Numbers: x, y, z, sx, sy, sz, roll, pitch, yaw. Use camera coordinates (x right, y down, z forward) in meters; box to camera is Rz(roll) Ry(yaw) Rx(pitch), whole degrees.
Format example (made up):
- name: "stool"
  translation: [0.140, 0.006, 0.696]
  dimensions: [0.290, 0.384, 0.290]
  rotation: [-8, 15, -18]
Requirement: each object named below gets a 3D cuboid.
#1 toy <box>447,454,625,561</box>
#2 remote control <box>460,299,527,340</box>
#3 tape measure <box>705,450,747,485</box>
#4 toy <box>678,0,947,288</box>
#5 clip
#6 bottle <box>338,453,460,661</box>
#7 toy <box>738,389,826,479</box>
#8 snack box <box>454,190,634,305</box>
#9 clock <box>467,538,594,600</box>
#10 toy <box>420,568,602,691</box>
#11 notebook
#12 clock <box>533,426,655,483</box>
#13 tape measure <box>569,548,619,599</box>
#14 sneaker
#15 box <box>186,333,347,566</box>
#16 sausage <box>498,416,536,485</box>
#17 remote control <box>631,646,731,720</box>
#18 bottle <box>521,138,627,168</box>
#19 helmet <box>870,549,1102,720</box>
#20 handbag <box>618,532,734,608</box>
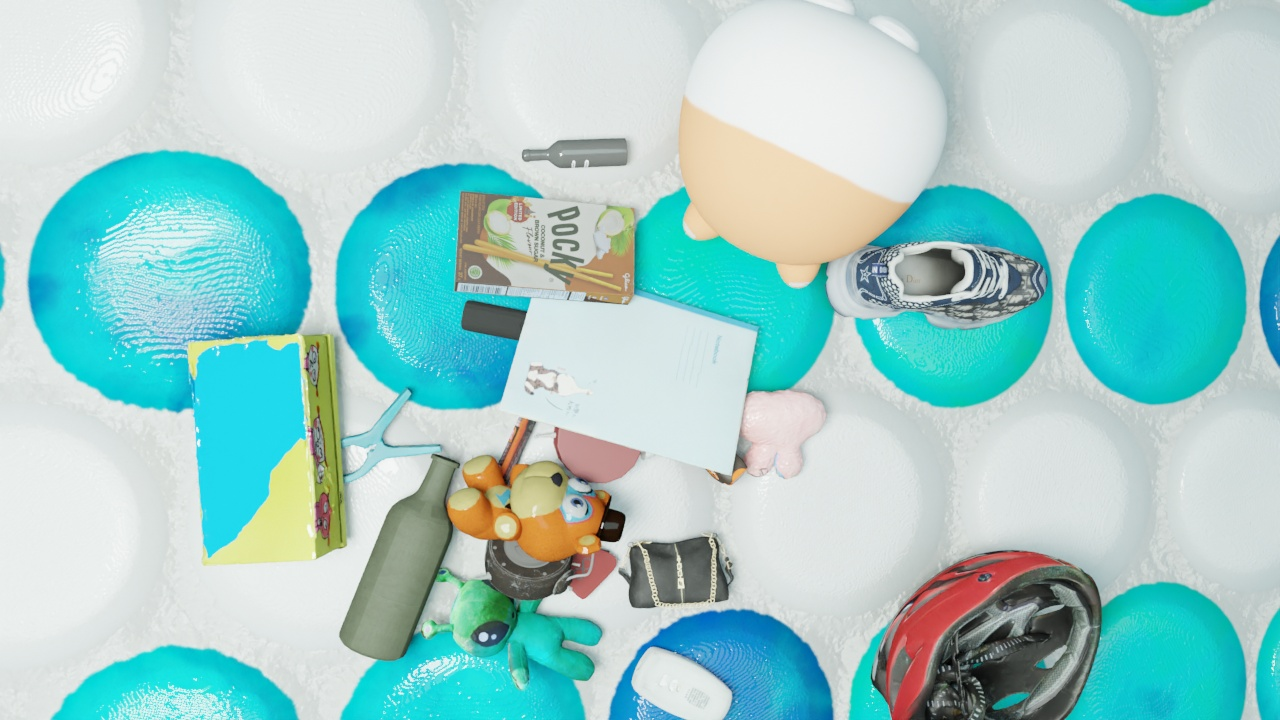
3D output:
- name: "toy"
  translation: [-0.103, 0.152, 0.930]
  dimensions: [0.176, 0.112, 0.096]
  rotation: [21, 117, -8]
- name: "remote control"
  translation: [-0.120, -0.036, 0.993]
  dimensions: [0.146, 0.015, 0.033]
  rotation: [11, 88, -12]
- name: "tape measure"
  translation: [0.092, 0.109, 1.016]
  dimensions: [0.038, 0.059, 0.058]
  rotation: [-42, 76, -10]
- name: "toy"
  translation: [0.164, -0.224, 0.939]
  dimensions: [0.263, 0.265, 0.281]
  rotation: [27, 113, 4]
- name: "clip"
  translation: [-0.271, 0.097, 0.958]
  dimensions: [0.120, 0.027, 0.103]
  rotation: [-26, 93, -11]
- name: "bottle"
  translation: [-0.238, 0.197, 0.940]
  dimensions: [0.071, 0.071, 0.206]
  rotation: [22, 86, -11]
- name: "toy"
  translation: [0.153, 0.083, 1.035]
  dimensions: [0.108, 0.053, 0.105]
  rotation: [3, 100, -12]
- name: "snack box"
  translation: [-0.101, -0.118, 0.976]
  dimensions: [0.186, 0.032, 0.101]
  rotation: [4, 74, -12]
- name: "clock"
  translation: [-0.112, 0.210, 0.961]
  dimensions: [0.123, 0.091, 0.044]
  rotation: [11, 128, -3]
- name: "toy"
  translation: [-0.134, 0.283, 0.967]
  dimensions: [0.193, 0.073, 0.130]
  rotation: [24, 46, -14]
- name: "notebook"
  translation: [-0.006, 0.006, 0.981]
  dimensions: [0.253, 0.009, 0.180]
  rotation: [16, 66, -8]
- name: "clock"
  translation: [-0.037, 0.079, 0.994]
  dimensions: [0.137, 0.048, 0.096]
  rotation: [-30, 96, -10]
- name: "tape measure"
  translation: [-0.061, 0.224, 1.004]
  dimensions: [0.059, 0.019, 0.051]
  rotation: [-44, 96, -15]
- name: "sneaker"
  translation: [0.355, -0.092, 1.034]
  dimensions: [0.269, 0.132, 0.103]
  rotation: [1, 88, -13]
- name: "box"
  translation: [-0.363, 0.083, 0.899]
  dimensions: [0.124, 0.080, 0.221]
  rotation: [-5, 89, 4]
- name: "sausage"
  translation: [-0.142, 0.108, 0.986]
  dimensions: [0.020, 0.020, 0.155]
  rotation: [25, 85, -11]
- name: "remote control"
  translation: [0.048, 0.364, 1.022]
  dimensions: [0.114, 0.028, 0.060]
  rotation: [27, 84, -11]
- name: "bottle"
  translation: [-0.072, -0.224, 0.995]
  dimensions: [0.113, 0.030, 0.030]
  rotation: [-5, 91, -12]
- name: "helmet"
  translation: [0.386, 0.322, 1.021]
  dimensions: [0.272, 0.167, 0.217]
  rotation: [-40, 112, -4]
- name: "handbag"
  translation: [0.039, 0.233, 1.015]
  dimensions: [0.128, 0.054, 0.079]
  rotation: [-3, 80, -9]
